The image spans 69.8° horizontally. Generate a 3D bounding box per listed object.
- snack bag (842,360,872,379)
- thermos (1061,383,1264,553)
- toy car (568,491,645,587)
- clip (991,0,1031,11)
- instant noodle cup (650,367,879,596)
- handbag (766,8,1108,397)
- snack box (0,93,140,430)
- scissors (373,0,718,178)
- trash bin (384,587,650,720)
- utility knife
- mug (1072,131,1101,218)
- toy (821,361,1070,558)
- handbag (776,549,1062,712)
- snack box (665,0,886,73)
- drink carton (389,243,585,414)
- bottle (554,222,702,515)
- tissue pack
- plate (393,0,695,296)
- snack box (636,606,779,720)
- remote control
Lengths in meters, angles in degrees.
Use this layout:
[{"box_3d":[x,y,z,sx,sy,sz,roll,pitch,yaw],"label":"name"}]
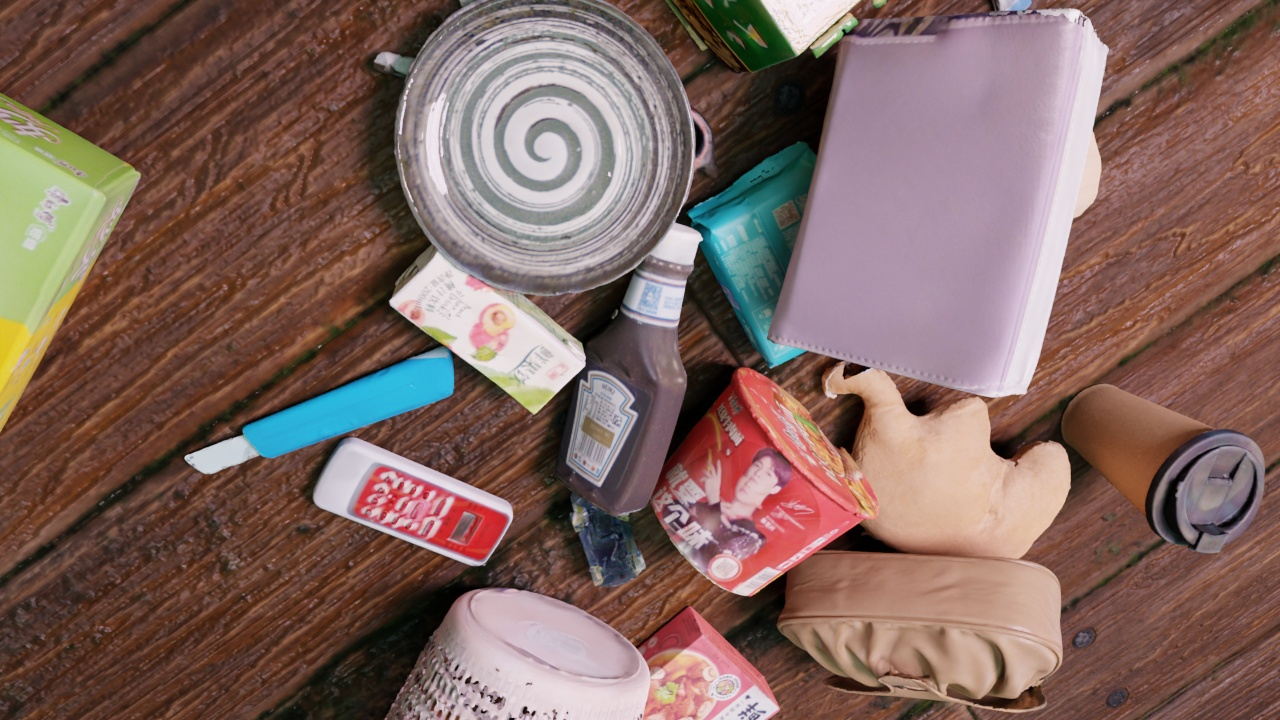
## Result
[{"box_3d":[0.155,-0.011,0.636,0.045,0.105,0.026,-30,98,12],"label":"snack bag"},{"box_3d":[0.393,0.074,0.701,0.093,0.143,0.093,-5,113,-13],"label":"thermos"},{"box_3d":[-0.026,0.130,0.685,0.043,0.034,0.091,-20,117,-8],"label":"toy car"},{"box_3d":[0.236,-0.246,0.602,0.024,0.026,0.056,-45,127,9],"label":"clip"},{"box_3d":[0.079,0.089,0.643,0.138,0.137,0.109,37,108,-24],"label":"instant noodle cup"},{"box_3d":[0.166,-0.088,0.526,0.098,0.145,0.197,-1,104,-57],"label":"handbag"},{"box_3d":[-0.403,-0.053,0.498,0.157,0.070,0.210,31,102,-22],"label":"snack box"},{"box_3d":[-0.051,-0.148,0.573,0.189,0.015,0.227,-19,116,-5],"label":"scissors"},{"box_3d":[-0.094,0.279,0.647,0.227,0.227,0.192,20,94,-20],"label":"trash bin"},{"box_3d":[-0.211,0.037,0.611,0.187,0.018,0.034,-21,104,-4],"label":"utility knife"},{"box_3d":[0.232,-0.141,0.617,0.103,0.084,0.124,-15,88,-9],"label":"mug"},{"box_3d":[0.221,0.087,0.706,0.226,0.082,0.143,28,103,-18],"label":"toy"},{"box_3d":[0.212,0.209,0.697,0.205,0.099,0.148,-5,140,31],"label":"handbag"},{"box_3d":[0.078,-0.235,0.518,0.118,0.105,0.117,-42,115,4],"label":"snack box"},{"box_3d":[-0.098,-0.024,0.597,0.122,0.045,0.053,40,104,-24],"label":"drink carton"},{"box_3d":[-0.004,0.004,0.614,0.044,0.080,0.195,-4,116,-49],"label":"bottle"},{"box_3d":[0.098,-0.069,0.623,0.093,0.050,0.133,-29,115,1],"label":"tissue pack"},{"box_3d":[-0.056,-0.129,0.551,0.179,0.024,0.179,-3,105,-10],"label":"plate"},{"box_3d":[0.031,0.283,0.757,0.127,0.044,0.113,-40,115,5],"label":"snack box"},{"box_3d":[-0.159,0.102,0.649,0.136,0.020,0.056,28,104,-22],"label":"remote control"}]
